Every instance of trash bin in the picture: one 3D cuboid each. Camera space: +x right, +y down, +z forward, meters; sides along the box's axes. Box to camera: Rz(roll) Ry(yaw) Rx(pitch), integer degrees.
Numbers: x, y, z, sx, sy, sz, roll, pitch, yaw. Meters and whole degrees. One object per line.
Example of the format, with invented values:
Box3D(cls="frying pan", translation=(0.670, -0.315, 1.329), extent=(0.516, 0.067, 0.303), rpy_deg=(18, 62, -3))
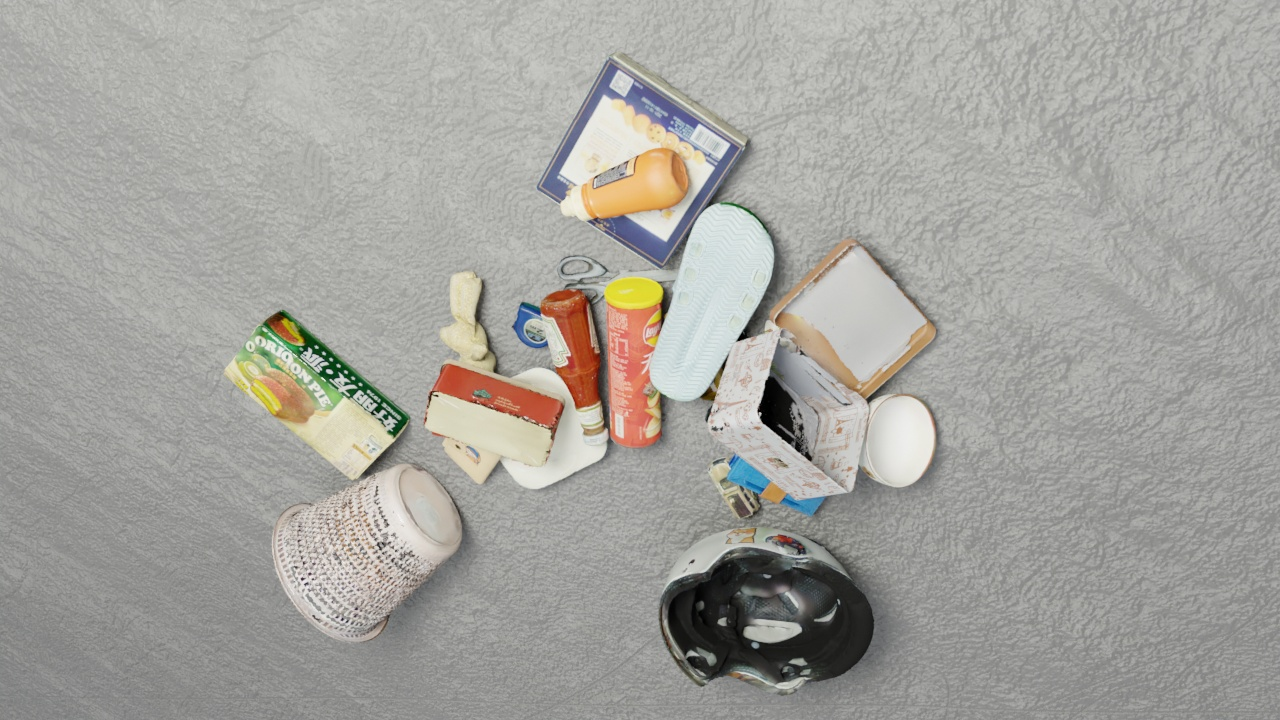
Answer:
Box3D(cls="trash bin", translation=(-0.374, 0.257, 1.314), extent=(0.192, 0.227, 0.227), rpy_deg=(-34, 105, 13))

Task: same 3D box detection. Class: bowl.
Box3D(cls="bowl", translation=(0.302, 0.096, 1.130), extent=(0.113, 0.113, 0.062), rpy_deg=(56, 158, -17))

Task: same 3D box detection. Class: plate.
Box3D(cls="plate", translation=(-0.138, 0.089, 1.257), extent=(0.164, 0.034, 0.164), rpy_deg=(-28, 108, 24))

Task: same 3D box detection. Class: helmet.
Box3D(cls="helmet", translation=(0.162, 0.316, 1.236), extent=(0.274, 0.156, 0.230), rpy_deg=(-4, 114, 4))

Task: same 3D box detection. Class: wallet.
Box3D(cls="wallet", translation=(-0.238, 0.123, 1.280), extent=(0.087, 0.024, 0.115), rpy_deg=(43, 146, 2))
Box3D(cls="wallet", translation=(0.191, 0.138, 1.197), extent=(0.133, 0.040, 0.107), rpy_deg=(25, 117, -9))

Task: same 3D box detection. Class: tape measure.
Box3D(cls="tape measure", translation=(-0.136, -0.045, 1.192), extent=(0.058, 0.025, 0.055), rpy_deg=(25, 122, 4))

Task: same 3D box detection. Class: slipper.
Box3D(cls="slipper", translation=(0.082, -0.066, 1.088), extent=(0.104, 0.074, 0.246), rpy_deg=(21, 110, 0))

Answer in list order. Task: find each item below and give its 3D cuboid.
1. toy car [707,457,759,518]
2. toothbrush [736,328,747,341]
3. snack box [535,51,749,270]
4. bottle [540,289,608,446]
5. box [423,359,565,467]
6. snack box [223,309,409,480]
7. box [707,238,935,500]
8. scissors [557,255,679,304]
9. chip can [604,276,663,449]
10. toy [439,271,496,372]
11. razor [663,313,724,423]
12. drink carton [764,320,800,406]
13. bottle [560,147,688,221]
Box3D(cls="toy car", translation=(0.125, 0.172, 1.238), extent=(0.042, 0.035, 0.090), rpy_deg=(-26, 106, 22))
Box3D(cls="toothbrush", translation=(0.110, -0.099, 1.115), extent=(0.014, 0.016, 0.190), rpy_deg=(-3, 114, 25))
Box3D(cls="snack box", translation=(0.000, -0.226, 1.054), extent=(0.178, 0.045, 0.183), rpy_deg=(33, 119, -5))
Box3D(cls="bottle", translation=(-0.077, 0.012, 1.168), extent=(0.060, 0.059, 0.206), rpy_deg=(-6, 113, 16))
Box3D(cls="box", translation=(-0.190, 0.076, 1.180), extent=(0.168, 0.079, 0.092), rpy_deg=(19, 132, -3))
Box3D(cls="snack box", translation=(-0.456, 0.051, 1.296), extent=(0.240, 0.063, 0.115), rpy_deg=(42, 118, -10))
Box3D(cls="box", translation=(0.206, 0.014, 1.051), extent=(0.179, 0.126, 0.273), rpy_deg=(39, 79, -28))
Box3D(cls="scissors", translation=(-0.020, -0.111, 1.137), extent=(0.175, 0.014, 0.136), rpy_deg=(-35, 106, 26))
Box3D(cls="chip can", translation=(-0.007, 0.007, 1.155), extent=(0.073, 0.073, 0.217), rpy_deg=(6, 121, 10))
Box3D(cls="toy", translation=(-0.222, -0.039, 1.201), extent=(0.105, 0.066, 0.157), rpy_deg=(20, 121, 40))
Box3D(cls="razor", translation=(0.078, 0.009, 1.151), extent=(0.062, 0.067, 0.167), rpy_deg=(-21, 104, 28))
Box3D(cls="drink carton", translation=(0.171, 0.016, 1.135), extent=(0.045, 0.053, 0.123), rpy_deg=(5, 118, 8))
Box3D(cls="bottle", translation=(-0.023, -0.188, 1.020), extent=(0.150, 0.066, 0.067), rpy_deg=(-12, 114, 26))
